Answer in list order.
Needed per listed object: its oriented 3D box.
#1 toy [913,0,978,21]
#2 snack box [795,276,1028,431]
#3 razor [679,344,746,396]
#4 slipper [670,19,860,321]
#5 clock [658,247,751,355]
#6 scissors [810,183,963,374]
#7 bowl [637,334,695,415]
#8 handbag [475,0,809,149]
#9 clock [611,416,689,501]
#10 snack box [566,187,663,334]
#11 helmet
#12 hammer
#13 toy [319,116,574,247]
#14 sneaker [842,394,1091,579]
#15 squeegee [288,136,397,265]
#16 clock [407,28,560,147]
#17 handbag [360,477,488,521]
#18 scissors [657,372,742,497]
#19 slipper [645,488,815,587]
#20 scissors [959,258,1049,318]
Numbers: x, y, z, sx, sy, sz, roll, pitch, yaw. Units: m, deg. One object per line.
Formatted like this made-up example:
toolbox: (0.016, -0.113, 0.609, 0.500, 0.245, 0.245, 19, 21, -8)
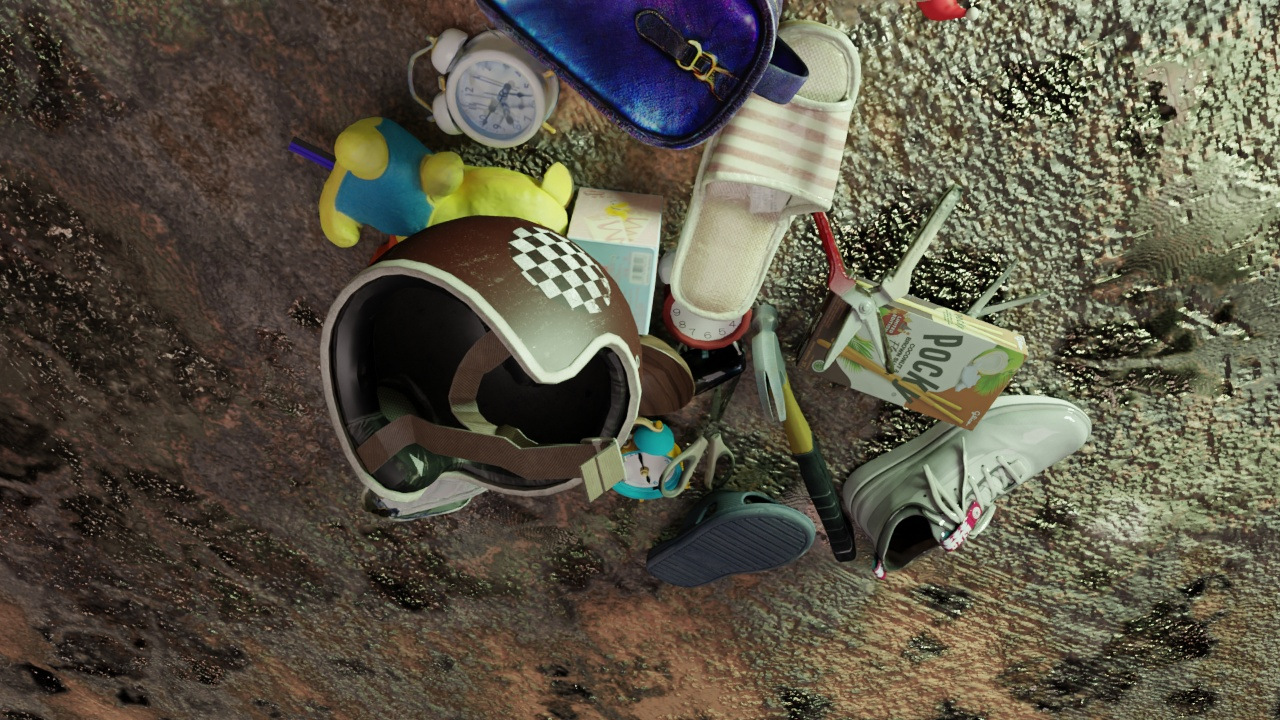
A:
toy: (0.195, -0.299, 0.630, 0.097, 0.099, 0.119, 2, 126, 1)
snack box: (0.256, -0.008, 0.878, 0.186, 0.031, 0.101, 20, 128, -2)
razor: (0.035, 0.010, 0.913, 0.141, 0.052, 0.064, -17, 131, 16)
slipper: (0.101, -0.146, 0.761, 0.115, 0.052, 0.263, 20, 115, -6)
clock: (0.062, -0.063, 0.859, 0.087, 0.044, 0.125, -1, 129, 6)
scissors: (0.213, -0.088, 0.815, 0.179, 0.015, 0.199, -29, 102, 11)
bowl: (-0.005, 0.005, 0.858, 0.119, 0.032, 0.119, 11, 145, 7)
handbag: (0.020, -0.250, 0.624, 0.222, 0.204, 0.126, 33, 124, -11)
clock: (-0.002, 0.108, 1.000, 0.099, 0.043, 0.130, -20, 130, 19)
snack box: (-0.025, -0.089, 0.815, 0.079, 0.094, 0.093, 7, 128, 1)
helmet: (-0.110, 0.007, 0.685, 0.234, 0.252, 0.234, -37, 86, 31)
hammer: (0.173, 0.101, 0.945, 0.025, 0.117, 0.333, -13, 130, 18)
toy: (-0.158, -0.131, 0.777, 0.213, 0.083, 0.149, 14, 150, -24)
sneaker: (0.331, 0.129, 0.929, 0.264, 0.128, 0.097, -30, 120, 23)
squeegee: (-0.241, -0.076, 0.870, 0.249, 0.055, 0.185, 25, 111, -23)
clock: (-0.128, -0.223, 0.752, 0.125, 0.051, 0.089, 9, 129, 2)
handbag: (-0.184, 0.066, 0.889, 0.139, 0.194, 0.072, -17, 121, 15)
scissors: (0.067, 0.086, 0.969, 0.153, 0.012, 0.163, -34, 136, -7)
slipper: (0.094, 0.188, 1.036, 0.101, 0.082, 0.264, 30, 144, -18)
scissors: (0.311, -0.029, 0.881, 0.142, 0.014, 0.165, 0, 128, 9)
